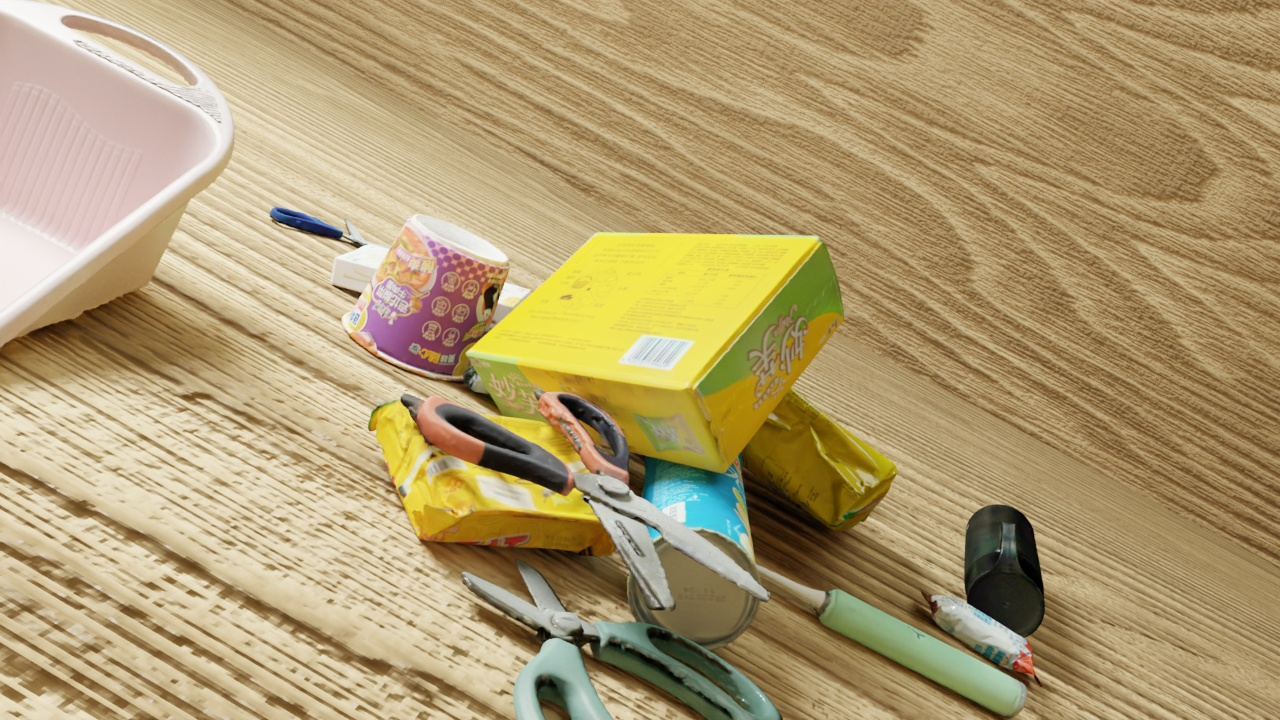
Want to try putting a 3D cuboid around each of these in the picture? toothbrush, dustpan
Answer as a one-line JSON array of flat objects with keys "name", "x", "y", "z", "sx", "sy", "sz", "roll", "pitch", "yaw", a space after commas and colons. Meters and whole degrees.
[{"name": "toothbrush", "x": 0.151, "y": 0.176, "z": 0.607, "sx": 0.224, "sy": 0.027, "sz": 0.027, "roll": 27, "pitch": 34, "yaw": -2}, {"name": "dustpan", "x": -0.355, "y": -0.124, "z": 0.480, "sx": 0.222, "sy": 0.139, "sz": 0.273, "roll": 27, "pitch": 11, "yaw": -5}]

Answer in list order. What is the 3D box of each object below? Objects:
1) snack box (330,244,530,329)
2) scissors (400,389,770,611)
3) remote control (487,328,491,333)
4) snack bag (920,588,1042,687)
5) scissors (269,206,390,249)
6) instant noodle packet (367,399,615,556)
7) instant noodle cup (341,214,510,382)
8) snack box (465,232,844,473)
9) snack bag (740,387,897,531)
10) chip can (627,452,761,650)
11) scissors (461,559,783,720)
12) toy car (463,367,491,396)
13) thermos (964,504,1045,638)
[{"name": "snack box", "x": -0.180, "y": -0.064, "z": 0.803, "sx": 0.157, "sy": 0.027, "sz": 0.084, "roll": 15, "pitch": 15, "yaw": 0}, {"name": "scissors", "x": -0.030, "y": 0.058, "z": 0.468, "sx": 0.226, "sy": 0.015, "sz": 0.188, "roll": 22, "pitch": 15, "yaw": 10}, {"name": "remote control", "x": -0.152, "y": -0.039, "z": 0.850, "sx": 0.056, "sy": 0.020, "sz": 0.136, "roll": 27, "pitch": 12, "yaw": -6}, {"name": "snack bag", "x": 0.261, "y": 0.209, "z": 0.706, "sx": 0.104, "sy": 0.026, "sz": 0.048, "roll": 30, "pitch": 6, "yaw": 15}, {"name": "scissors", "x": -0.282, "y": -0.117, "z": 0.914, "sx": 0.162, "sy": 0.012, "sz": 0.172, "roll": 35, "pitch": 12, "yaw": 33}, {"name": "instant noodle packet", "x": -0.080, "y": 0.067, "z": 0.513, "sx": 0.128, "sy": 0.044, "sz": 0.111, "roll": 15, "pitch": 19, "yaw": -39}, {"name": "instant noodle cup", "x": -0.157, "y": -0.051, "z": 0.706, "sx": 0.111, "sy": 0.099, "sz": 0.111, "roll": 28, "pitch": 13, "yaw": -7}, {"name": "snack box", "x": 0.008, "y": -0.017, "z": 0.623, "sx": 0.210, "sy": 0.157, "sz": 0.070, "roll": 8, "pitch": -46, "yaw": 43}, {"name": "snack bag", "x": 0.124, "y": 0.074, "z": 0.746, "sx": 0.158, "sy": 0.068, "sz": 0.246, "roll": 36, "pitch": -3, "yaw": 18}, {"name": "chip can", "x": 0.033, "y": 0.097, "z": 0.570, "sx": 0.071, "sy": 0.071, "sz": 0.210, "roll": 27, "pitch": 13, "yaw": -3}, {"name": "scissors", "x": -0.011, "y": 0.146, "z": 0.397, "sx": 0.170, "sy": 0.019, "sz": 0.181, "roll": 29, "pitch": 13, "yaw": -2}, {"name": "toy car", "x": -0.098, "y": 0.013, "z": 0.707, "sx": 0.090, "sy": 0.043, "sz": 0.034, "roll": 13, "pitch": 52, "yaw": -64}, {"name": "thermos", "x": 0.337, "y": 0.179, "z": 0.848, "sx": 0.068, "sy": 0.090, "sz": 0.242, "roll": 9, "pitch": 5, "yaw": 19}]
